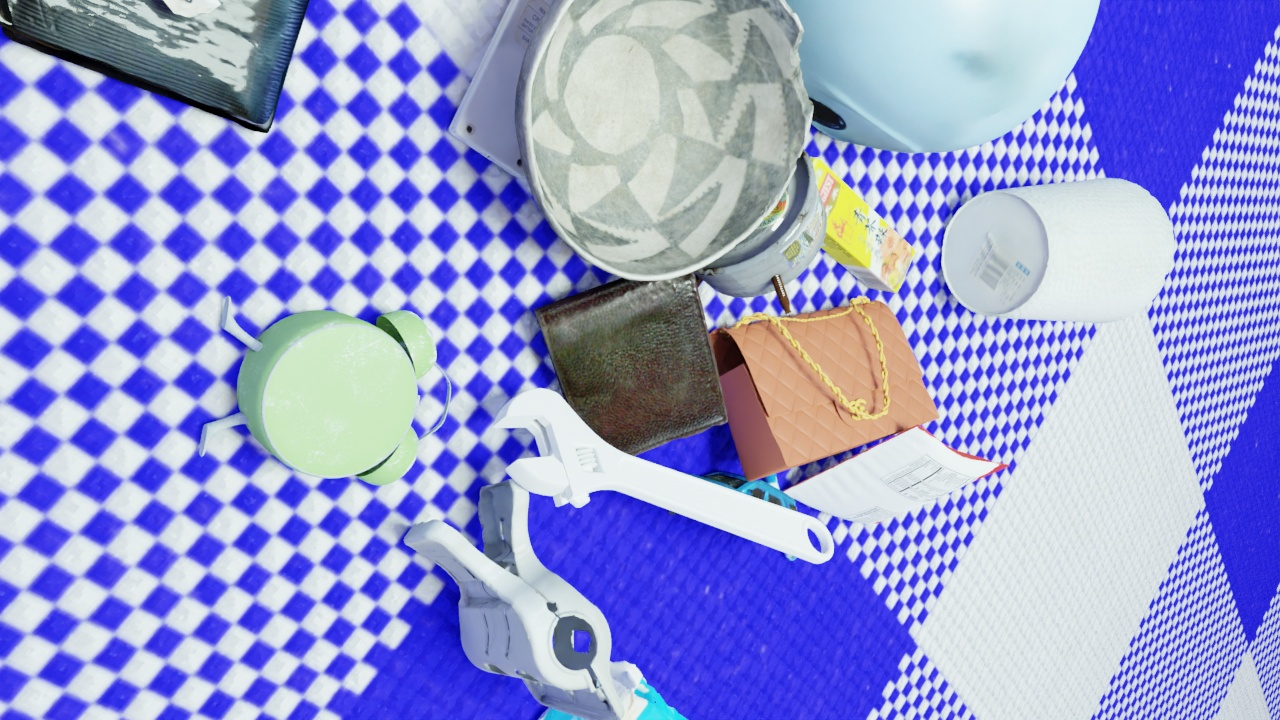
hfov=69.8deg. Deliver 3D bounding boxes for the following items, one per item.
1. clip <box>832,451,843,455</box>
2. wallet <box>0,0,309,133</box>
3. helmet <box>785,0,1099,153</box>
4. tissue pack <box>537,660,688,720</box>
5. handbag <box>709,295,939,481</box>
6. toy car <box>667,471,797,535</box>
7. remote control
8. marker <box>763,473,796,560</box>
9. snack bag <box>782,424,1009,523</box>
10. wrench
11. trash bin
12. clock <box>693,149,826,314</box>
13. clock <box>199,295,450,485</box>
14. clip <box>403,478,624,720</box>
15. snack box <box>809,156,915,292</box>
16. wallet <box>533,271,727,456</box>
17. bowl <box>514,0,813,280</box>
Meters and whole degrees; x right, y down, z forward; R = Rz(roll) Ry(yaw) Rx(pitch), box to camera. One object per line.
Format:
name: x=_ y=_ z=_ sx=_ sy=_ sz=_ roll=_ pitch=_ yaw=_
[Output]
clip: x=0.171 y=0.051 z=0.750 sx=0.076 sy=0.045 sz=0.023 roll=-32 pitch=118 yaw=-27
wallet: x=-0.202 y=-0.159 z=0.391 sx=0.114 sy=0.026 sz=0.089 roll=18 pitch=91 yaw=-41
helmet: x=0.192 y=-0.253 z=0.601 sx=0.265 sy=0.167 sz=0.225 roll=20 pitch=99 yaw=-31
tissue pack: x=-0.051 y=0.309 z=0.616 sx=0.209 sy=0.066 sz=0.117 roll=-48 pitch=126 yaw=-17
handbag: x=0.139 y=0.012 z=0.678 sx=0.171 sy=0.060 sz=0.109 roll=-11 pitch=76 yaw=-37
toy car: x=0.069 y=0.105 z=0.668 sx=0.120 sy=0.056 sz=0.043 roll=25 pitch=79 yaw=-43
remote control: x=-0.058 y=-0.175 z=0.514 sx=0.050 sy=0.011 sz=0.135 roll=29 pitch=83 yaw=-40
marker: x=0.106 y=0.102 z=0.721 sx=0.013 sy=0.013 sz=0.142 roll=-34 pitch=121 yaw=-28
snack bag: x=0.207 y=0.099 z=0.742 sx=0.144 sy=0.131 sz=0.039 roll=21 pitch=47 yaw=-40
wrench: x=0.028 y=0.084 z=0.580 sx=0.273 sy=0.018 sz=0.066 roll=24 pitch=46 yaw=-31
trash bin: x=0.358 y=-0.095 z=0.804 sx=0.161 sy=0.133 sz=0.133 roll=-6 pitch=105 yaw=-33
clock: x=0.071 y=-0.103 z=0.586 sx=0.056 sy=0.104 sz=0.147 roll=43 pitch=59 yaw=-48
clock: x=-0.152 y=0.018 z=0.469 sx=0.119 sy=0.043 sz=0.094 roll=6 pitch=99 yaw=-40
clip: x=-0.072 y=0.143 z=0.525 sx=0.075 sy=0.125 sz=0.144 roll=-32 pitch=95 yaw=-34
snack box: x=0.156 y=-0.101 z=0.697 sx=0.148 sy=0.029 sz=0.040 roll=29 pitch=83 yaw=-40
wallet: x=-0.003 y=0.003 z=0.572 sx=0.099 sy=0.031 sz=0.120 roll=-19 pitch=119 yaw=-4
bowl: x=0.001 y=-0.140 z=0.510 sx=0.178 sy=0.081 sz=0.179 roll=-14 pitch=118 yaw=-28
